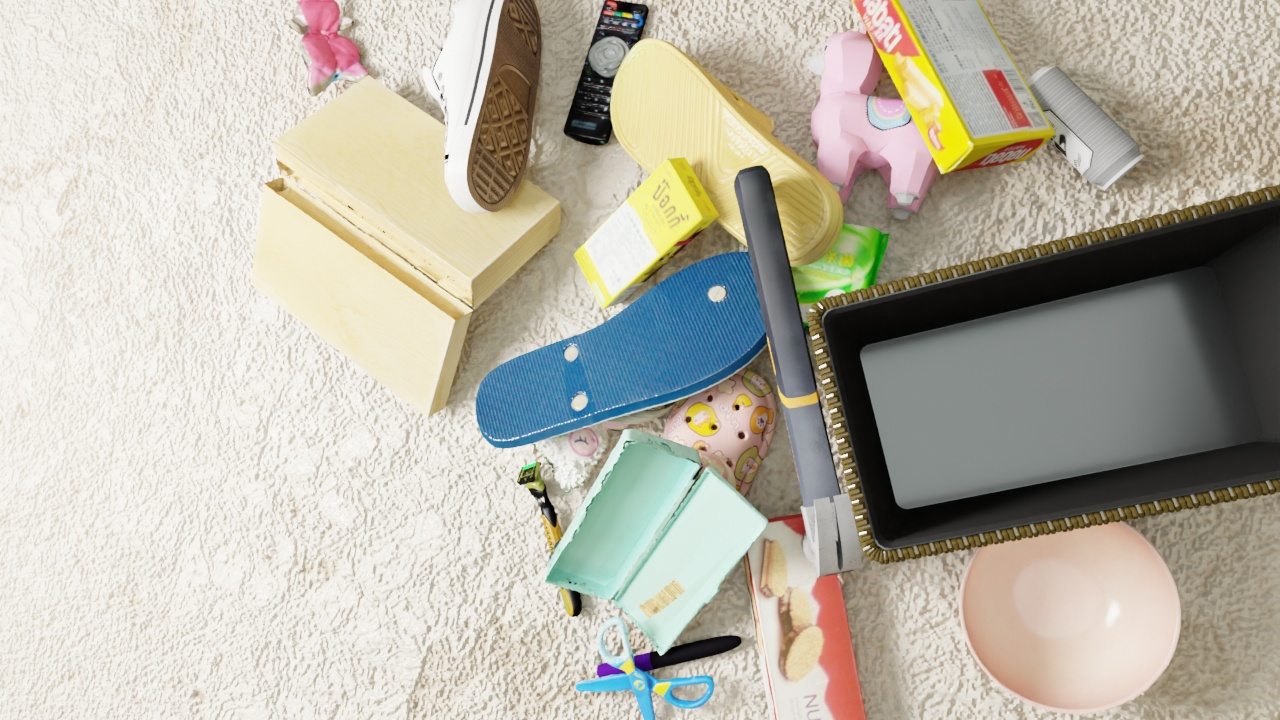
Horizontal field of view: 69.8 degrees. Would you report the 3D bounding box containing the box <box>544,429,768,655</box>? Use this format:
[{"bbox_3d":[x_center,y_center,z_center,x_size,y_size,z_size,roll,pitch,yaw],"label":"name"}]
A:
[{"bbox_3d":[0.009,0.150,0.759,0.138,0.055,0.187,30,125,-2],"label":"box"}]

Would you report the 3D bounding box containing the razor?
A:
[{"bbox_3d":[-0.080,0.163,0.836,0.021,0.044,0.144,-14,84,-29],"label":"razor"}]

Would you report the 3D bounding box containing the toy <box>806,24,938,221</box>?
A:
[{"bbox_3d":[0.197,-0.204,0.779,0.123,0.067,0.157,8,82,12],"label":"toy"}]

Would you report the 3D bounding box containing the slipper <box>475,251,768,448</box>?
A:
[{"bbox_3d":[-0.005,0.005,0.796,0.295,0.060,0.118,-23,55,10],"label":"slipper"}]

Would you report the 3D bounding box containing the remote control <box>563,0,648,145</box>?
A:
[{"bbox_3d":[-0.032,-0.273,0.867,0.045,0.021,0.140,15,84,14],"label":"remote control"}]

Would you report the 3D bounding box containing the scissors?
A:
[{"bbox_3d":[0.001,0.277,0.793,0.125,0.013,0.127,-12,100,15],"label":"scissors"}]

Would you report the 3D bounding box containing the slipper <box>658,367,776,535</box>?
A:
[{"bbox_3d":[0.048,0.096,0.783,0.093,0.081,0.197,20,92,16],"label":"slipper"}]

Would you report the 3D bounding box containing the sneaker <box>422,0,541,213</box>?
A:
[{"bbox_3d":[-0.159,-0.243,0.840,0.097,0.091,0.245,-5,65,19],"label":"sneaker"}]

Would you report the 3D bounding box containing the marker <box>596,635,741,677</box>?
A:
[{"bbox_3d":[0.025,0.262,0.806,0.134,0.015,0.018,-17,93,12],"label":"marker"}]

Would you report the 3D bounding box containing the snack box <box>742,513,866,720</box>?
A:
[{"bbox_3d":[0.141,0.264,0.753,0.076,0.044,0.272,-9,83,-2],"label":"snack box"}]

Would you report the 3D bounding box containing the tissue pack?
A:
[{"bbox_3d":[0.149,-0.074,0.796,0.114,0.034,0.099,12,87,13],"label":"tissue pack"}]

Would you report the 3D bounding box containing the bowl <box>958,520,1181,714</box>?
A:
[{"bbox_3d":[0.321,0.185,0.705,0.153,0.076,0.153,-2,83,14],"label":"bowl"}]

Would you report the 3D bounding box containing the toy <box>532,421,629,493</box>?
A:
[{"bbox_3d":[-0.058,0.054,0.836,0.109,0.041,0.095,-45,75,0],"label":"toy"}]

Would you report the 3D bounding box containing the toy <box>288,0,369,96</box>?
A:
[{"bbox_3d":[-0.320,-0.320,0.936,0.065,0.050,0.102,-15,88,-22],"label":"toy"}]

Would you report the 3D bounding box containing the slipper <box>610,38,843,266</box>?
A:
[{"bbox_3d":[0.074,-0.175,0.797,0.263,0.078,0.100,46,111,25],"label":"slipper"}]

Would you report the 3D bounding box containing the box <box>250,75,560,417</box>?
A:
[{"bbox_3d":[-0.239,-0.113,0.869,0.248,0.118,0.253,34,100,16],"label":"box"}]

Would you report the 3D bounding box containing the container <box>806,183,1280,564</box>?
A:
[{"bbox_3d":[0.302,0.019,0.657,0.321,0.205,0.176,-14,82,13],"label":"container"}]

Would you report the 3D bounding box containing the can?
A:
[{"bbox_3d":[0.355,-0.190,0.747,0.044,0.044,0.106,-41,77,8],"label":"can"}]

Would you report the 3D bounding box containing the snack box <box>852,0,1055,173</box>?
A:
[{"bbox_3d":[0.247,-0.250,0.747,0.092,0.042,0.200,-14,72,-25],"label":"snack box"}]

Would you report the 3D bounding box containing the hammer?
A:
[{"bbox_3d":[0.115,0.007,0.696,0.035,0.139,0.312,-12,82,4],"label":"hammer"}]

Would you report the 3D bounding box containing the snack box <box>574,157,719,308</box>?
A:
[{"bbox_3d":[0.001,-0.108,0.801,0.149,0.025,0.061,-38,76,43],"label":"snack box"}]
